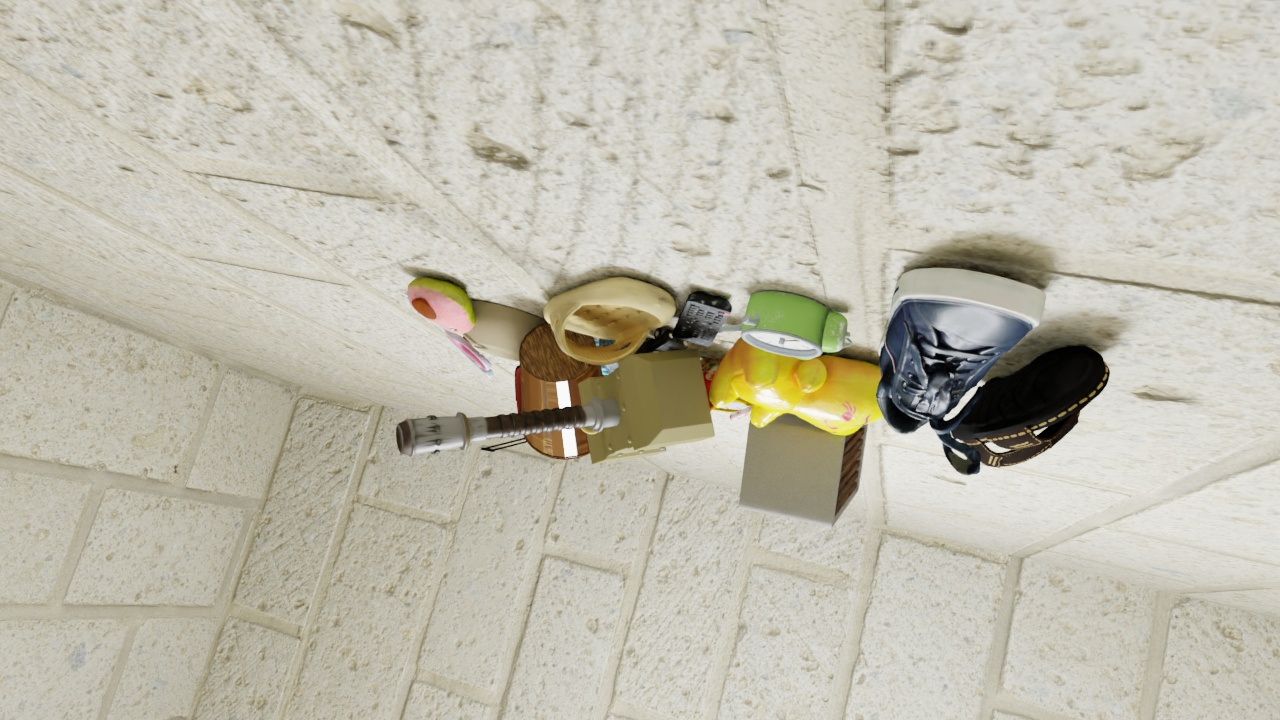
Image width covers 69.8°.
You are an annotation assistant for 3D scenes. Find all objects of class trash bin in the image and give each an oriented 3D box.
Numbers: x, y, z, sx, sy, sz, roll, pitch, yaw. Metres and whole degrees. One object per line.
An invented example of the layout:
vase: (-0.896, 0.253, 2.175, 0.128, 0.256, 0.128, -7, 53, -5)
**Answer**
trash bin: (0.221, 0.128, 1.207, 0.115, 0.114, 0.228, 9, -173, 21)

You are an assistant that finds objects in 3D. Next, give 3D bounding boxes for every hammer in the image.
hammer: (-0.103, 0.066, 1.012, 0.324, 0.100, 0.191, -6, 169, -27)

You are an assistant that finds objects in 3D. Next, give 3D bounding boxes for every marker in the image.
marker: (0.173, 0.056, 1.229, 0.012, 0.012, 0.143, 23, 145, -36)

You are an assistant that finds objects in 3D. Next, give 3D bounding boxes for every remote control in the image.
remote control: (0.065, -0.045, 0.981, 0.047, 0.022, 0.150, 16, 167, -1)

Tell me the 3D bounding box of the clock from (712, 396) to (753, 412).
clock: (0.096, 0.043, 1.300, 0.152, 0.052, 0.113, 4, 165, 29)

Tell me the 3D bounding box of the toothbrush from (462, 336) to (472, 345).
toothbrush: (-0.195, -0.018, 1.400, 0.016, 0.016, 0.189, 15, -179, 43)

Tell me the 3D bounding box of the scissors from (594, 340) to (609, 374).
scissors: (-0.076, -0.002, 1.334, 0.135, 0.015, 0.134, 6, 155, -10)

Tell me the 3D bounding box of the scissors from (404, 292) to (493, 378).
scissors: (-0.276, -0.035, 1.321, 0.179, 0.016, 0.103, 38, 165, 13)

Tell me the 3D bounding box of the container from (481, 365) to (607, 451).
container: (-0.158, 0.067, 1.457, 0.200, 0.127, 0.148, -6, -177, -33)

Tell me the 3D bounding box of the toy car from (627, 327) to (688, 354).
toy car: (0.015, -0.006, 1.134, 0.093, 0.037, 0.040, -30, 141, 35)

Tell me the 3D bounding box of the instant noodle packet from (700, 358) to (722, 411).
instant noodle packet: (0.068, 0.043, 1.166, 0.099, 0.135, 0.040, 12, 135, 61)

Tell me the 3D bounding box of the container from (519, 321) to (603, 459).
container: (-0.106, 0.036, 1.247, 0.132, 0.131, 0.167, 13, 145, 10)

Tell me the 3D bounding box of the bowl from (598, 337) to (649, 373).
bowl: (-0.007, 0.007, 1.234, 0.114, 0.060, 0.114, 15, 170, 3)

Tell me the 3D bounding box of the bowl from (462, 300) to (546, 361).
bowl: (-0.189, -0.035, 1.288, 0.152, 0.050, 0.152, 14, 169, 3)

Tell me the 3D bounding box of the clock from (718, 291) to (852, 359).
clock: (0.146, -0.032, 0.881, 0.119, 0.042, 0.094, 18, 170, -14)

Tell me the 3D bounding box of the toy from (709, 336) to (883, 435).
toy: (0.180, 0.026, 1.020, 0.193, 0.087, 0.135, 14, 153, -15)

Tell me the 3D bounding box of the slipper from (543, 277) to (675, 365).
slipper: (-0.039, -0.034, 1.034, 0.111, 0.079, 0.262, 15, 169, -19)

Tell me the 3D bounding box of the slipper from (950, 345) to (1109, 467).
slipper: (0.364, 0.051, 0.854, 0.076, 0.113, 0.268, 41, 174, 8)

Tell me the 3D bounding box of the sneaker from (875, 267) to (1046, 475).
sneaker: (0.251, 0.013, 0.762, 0.121, 0.127, 0.295, 15, 167, 7)

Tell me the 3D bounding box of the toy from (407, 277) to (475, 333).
toy: (-0.250, -0.070, 1.189, 0.090, 0.051, 0.110, 11, 164, 23)
